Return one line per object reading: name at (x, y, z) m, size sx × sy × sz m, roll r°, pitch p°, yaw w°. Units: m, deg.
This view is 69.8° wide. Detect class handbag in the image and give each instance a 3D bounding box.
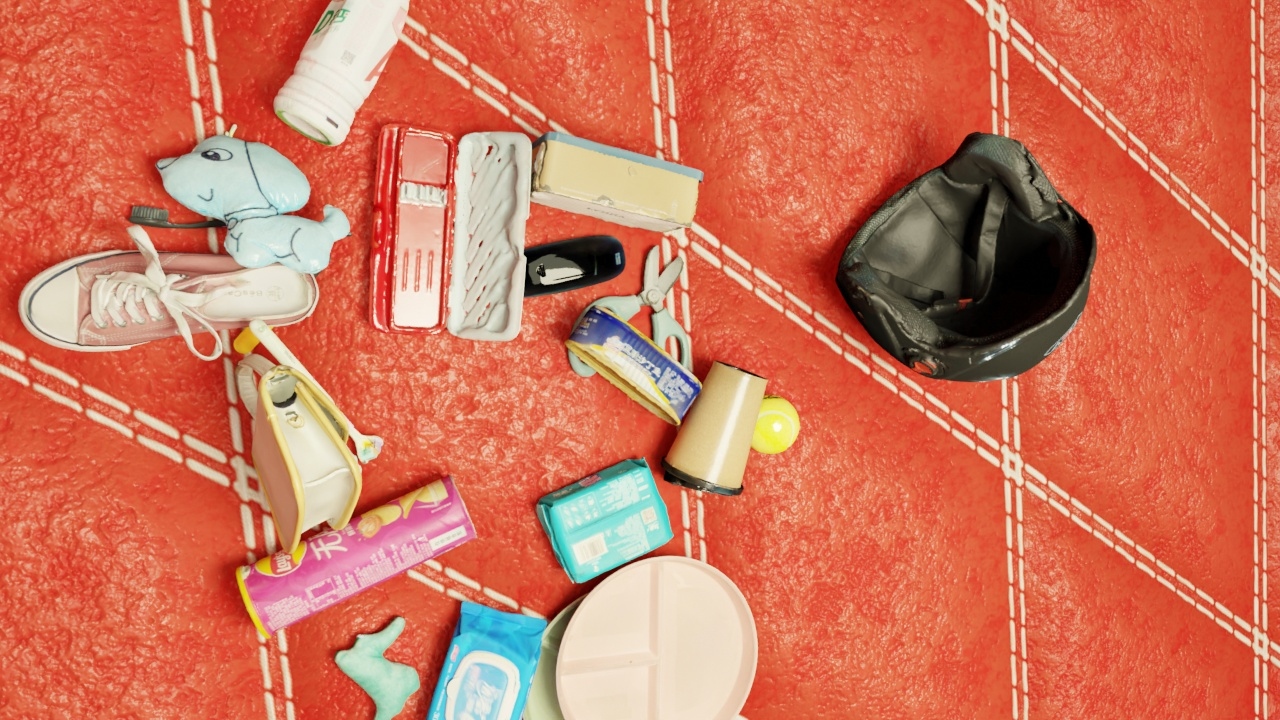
handbag at (-0.306, 0.063, 0.802) m, size 0.063 × 0.164 × 0.178 m, roll -19°, pitch 72°, yaw -33°

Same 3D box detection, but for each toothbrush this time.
toothbrush at (-0.364, -0.126, 0.844) m, size 0.189 × 0.014 × 0.017 m, roll 2°, pitch 81°, yaw -21°
toothbrush at (-0.293, 0.029, 0.834) m, size 0.029 × 0.020 × 0.190 m, roll -53°, pitch 138°, yaw -26°

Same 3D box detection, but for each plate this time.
plate at (0.018, 0.320, 0.980) m, size 0.229 × 0.028 × 0.229 m, roll -1°, pitch 93°, yaw -20°
plate at (-0.019, 0.349, 0.998) m, size 0.230 × 0.027 × 0.230 m, roll -2°, pitch 95°, yaw -20°

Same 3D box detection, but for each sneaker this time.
sneaker at (-0.404, -0.056, 0.787) m, size 0.240 × 0.088 × 0.118 m, roll -4°, pitch 90°, yaw -15°

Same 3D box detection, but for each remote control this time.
remote control at (-0.077, -0.097, 0.944) m, size 0.136 × 0.024 × 0.053 m, roll -14°, pitch 100°, yaw -19°

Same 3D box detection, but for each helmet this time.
helmet at (0.351, -0.086, 0.977) m, size 0.233 × 0.275 × 0.230 m, roll -47°, pitch 135°, yaw 0°

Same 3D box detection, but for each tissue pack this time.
tissue pack at (-0.156, 0.325, 0.921) m, size 0.095 × 0.052 × 0.157 m, roll 17°, pitch 88°, yaw 0°
tissue pack at (-0.034, 0.166, 0.966) m, size 0.133 × 0.050 × 0.093 m, roll -21°, pitch 99°, yaw -18°

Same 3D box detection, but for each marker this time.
marker at (-0.335, -0.056, 0.860) m, size 0.018 × 0.015 × 0.123 m, roll 41°, pitch 78°, yaw -14°

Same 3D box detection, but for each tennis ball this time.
tennis ball at (0.143, 0.071, 1.016) m, size 0.065 × 0.065 × 0.065 m, roll -2°, pitch 94°, yaw -20°

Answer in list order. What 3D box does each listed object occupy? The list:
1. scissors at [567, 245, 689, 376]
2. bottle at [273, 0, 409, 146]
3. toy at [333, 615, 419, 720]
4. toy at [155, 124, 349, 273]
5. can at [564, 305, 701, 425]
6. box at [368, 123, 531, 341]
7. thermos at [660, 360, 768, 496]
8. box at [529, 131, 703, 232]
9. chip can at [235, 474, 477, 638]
scissors at (0.012, -0.031, 0.986) m, size 0.172 × 0.019 × 0.176 m, roll 44°, pitch 79°, yaw -17°
bottle at (-0.260, -0.296, 0.842) m, size 0.068 × 0.068 × 0.196 m, roll 29°, pitch 81°, yaw -20°
toy at (-0.256, 0.304, 0.908) m, size 0.096 × 0.030 × 0.092 m, roll -47°, pitch 110°, yaw -17°
toy at (-0.341, -0.144, 0.810) m, size 0.161 × 0.050 × 0.156 m, roll 2°, pitch 56°, yaw -20°
can at (-0.006, 0.005, 0.933) m, size 0.148 × 0.075 × 0.049 m, roll 38°, pitch 79°, yaw -19°
box at (-0.183, -0.122, 0.885) m, size 0.160 × 0.063 × 0.201 m, roll 4°, pitch 92°, yaw -1°
thermos at (0.081, 0.076, 0.973) m, size 0.093 × 0.093 × 0.143 m, roll 17°, pitch 95°, yaw -20°
box at (-0.024, -0.175, 0.925) m, size 0.184 × 0.090 × 0.063 m, roll 8°, pitch 90°, yaw -23°
chip can at (-0.265, 0.183, 0.873) m, size 0.210 × 0.071 × 0.071 m, roll -24°, pitch 102°, yaw -18°
